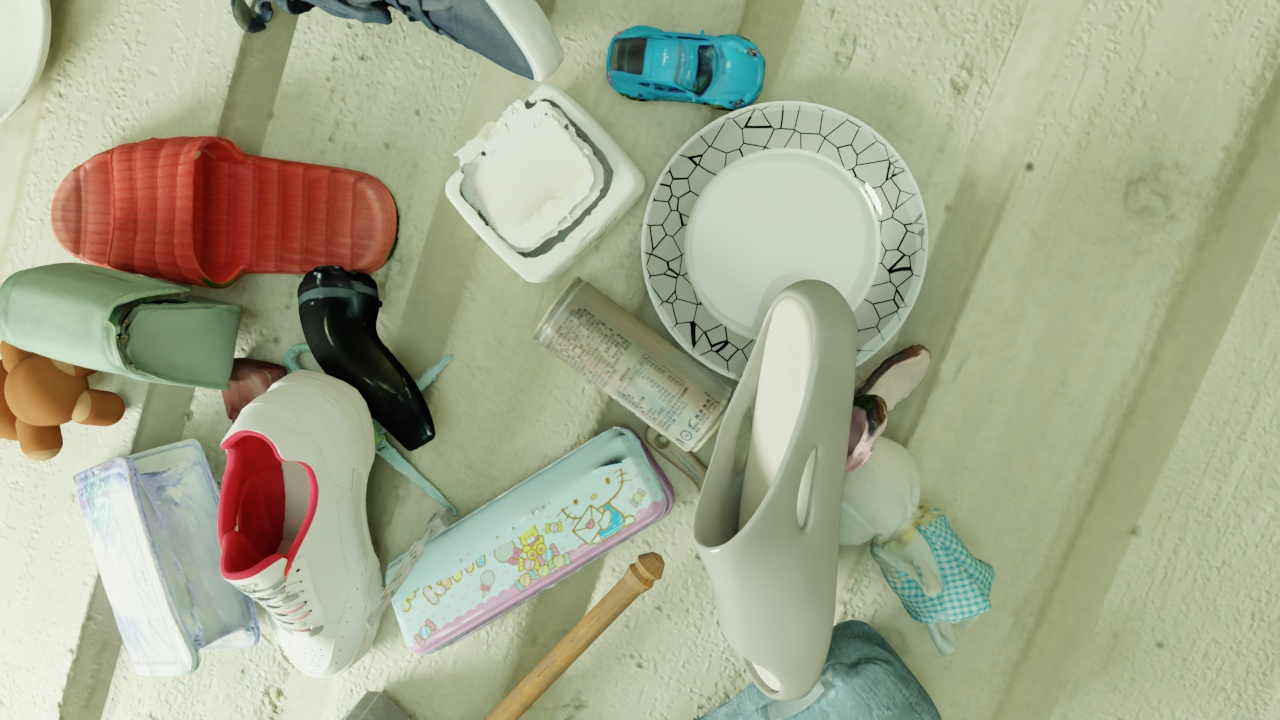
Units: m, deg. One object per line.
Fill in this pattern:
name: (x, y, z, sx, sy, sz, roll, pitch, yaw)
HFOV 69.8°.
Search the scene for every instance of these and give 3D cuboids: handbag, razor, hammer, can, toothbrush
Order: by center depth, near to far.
toothbrush: (-0.141, 0.125, 0.576, 0.010, 0.181, 0.010, -29, 98, 4)
handbag: (0.108, 0.273, 0.613, 0.192, 0.118, 0.122, -35, 93, 14)
handbag: (-0.342, -0.025, 0.614, 0.122, 0.106, 0.067, 11, 90, 23)
can: (-0.004, 0.004, 0.621, 0.135, 0.054, 0.054, 37, 99, 1)
razor: (-0.184, -0.003, 0.635, 0.063, 0.053, 0.140, -39, 98, -31)
hammer: (-0.093, 0.248, 0.647, 0.162, 0.083, 0.318, 43, 99, -1)
handbag: (-0.344, 0.142, 0.662, 0.127, 0.069, 0.158, -16, 93, 38)
handbag: (-0.281, 0.060, 0.670, 0.055, 0.029, 0.120, 9, 105, 25)

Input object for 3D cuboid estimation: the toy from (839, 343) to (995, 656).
toy: (0.167, 0.104, 0.612, 0.106, 0.130, 0.205, -16, 106, 38)

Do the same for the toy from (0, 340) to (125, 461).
toy: (-0.453, 0.030, 0.674, 0.128, 0.065, 0.095, -14, 88, 16)

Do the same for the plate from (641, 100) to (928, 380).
plate: (0.096, -0.077, 0.619, 0.188, 0.016, 0.188, 1, 97, 6)

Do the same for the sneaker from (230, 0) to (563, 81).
sneaker: (-0.187, -0.248, 0.583, 0.294, 0.121, 0.127, 35, 86, 3)

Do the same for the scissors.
scissors: (-0.197, 0.055, 0.668, 0.172, 0.021, 0.171, 43, 95, 2)

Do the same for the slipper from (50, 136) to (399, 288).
slipper: (-0.296, -0.102, 0.635, 0.249, 0.059, 0.103, 2, 98, 4)

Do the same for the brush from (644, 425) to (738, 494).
brush: (0.060, 0.098, 0.648, 0.151, 0.012, 0.039, 42, 100, 0)

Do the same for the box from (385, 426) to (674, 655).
box: (-0.080, 0.126, 0.647, 0.214, 0.065, 0.078, -32, 80, 9)

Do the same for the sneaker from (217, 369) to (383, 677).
sneaker: (-0.237, 0.132, 0.614, 0.090, 0.104, 0.237, 15, 114, 13)

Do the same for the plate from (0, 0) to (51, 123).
plate: (-0.494, -0.244, 0.648, 0.182, 0.034, 0.182, 1, 97, 6)

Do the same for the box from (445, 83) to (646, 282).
box: (-0.065, -0.117, 0.595, 0.107, 0.091, 0.102, -43, 93, 7)

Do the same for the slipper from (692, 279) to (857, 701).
slipper: (0.070, 0.081, 0.567, 0.080, 0.113, 0.266, 1, 104, -21)

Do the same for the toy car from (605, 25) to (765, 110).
toy car: (0.030, -0.194, 0.604, 0.105, 0.032, 0.048, 8, 97, 3)
